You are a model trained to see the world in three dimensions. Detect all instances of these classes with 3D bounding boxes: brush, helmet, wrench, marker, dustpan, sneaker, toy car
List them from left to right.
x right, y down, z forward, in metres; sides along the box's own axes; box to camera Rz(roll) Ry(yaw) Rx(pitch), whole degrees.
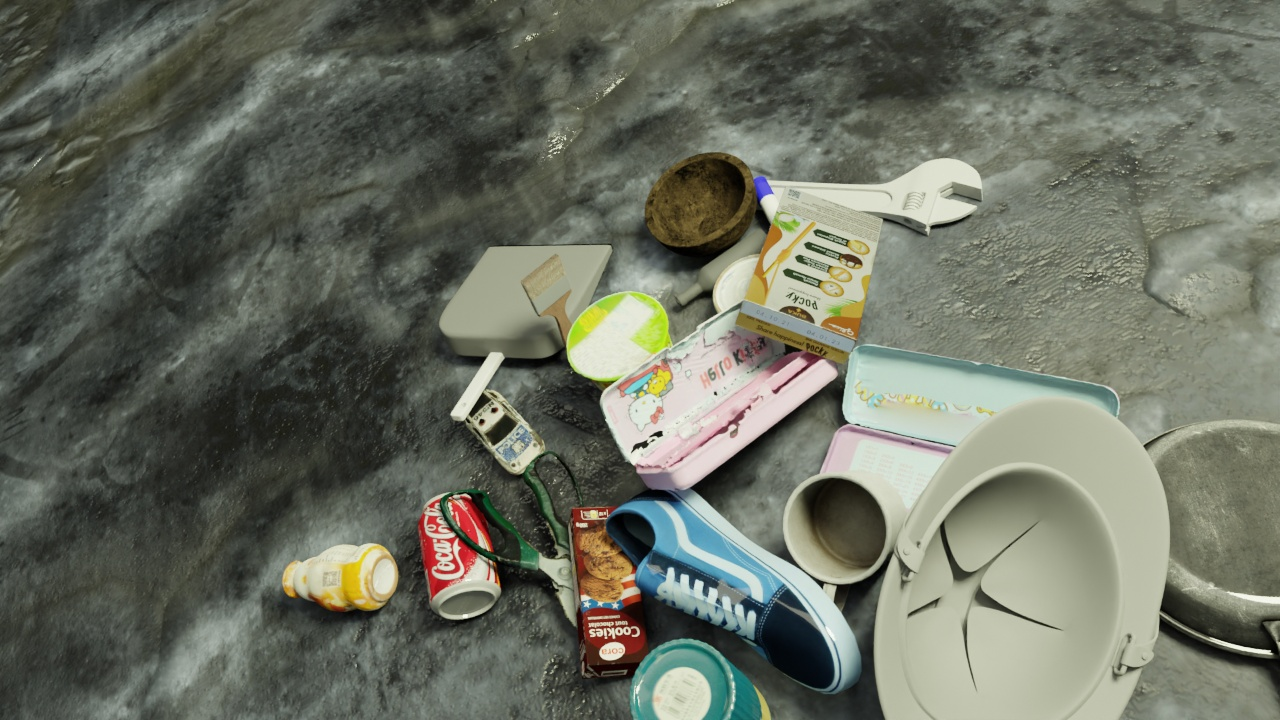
[{"bbox_3d":[-0.141,0.069,0.926,0.048,0.040,0.113,-44,53,-9],"label":"toy car"},{"bbox_3d":[-0.145,-0.037,0.992,0.163,0.033,0.256,2,43,24],"label":"dustpan"},{"bbox_3d":[-0.079,-0.042,0.910,0.045,0.143,0.008,-40,53,-18],"label":"brush"},{"bbox_3d":[0.056,0.185,0.716,0.098,0.083,0.241,-16,34,-34],"label":"sneaker"},{"bbox_3d":[0.147,-0.134,0.947,0.020,0.020,0.141,-24,58,6],"label":"marker"},{"bbox_3d":[0.214,-0.178,0.961,0.274,0.018,0.086,10,62,29],"label":"wrench"},{"bbox_3d":[0.248,0.159,0.653,0.183,0.118,0.271,24,82,-1],"label":"helmet"}]

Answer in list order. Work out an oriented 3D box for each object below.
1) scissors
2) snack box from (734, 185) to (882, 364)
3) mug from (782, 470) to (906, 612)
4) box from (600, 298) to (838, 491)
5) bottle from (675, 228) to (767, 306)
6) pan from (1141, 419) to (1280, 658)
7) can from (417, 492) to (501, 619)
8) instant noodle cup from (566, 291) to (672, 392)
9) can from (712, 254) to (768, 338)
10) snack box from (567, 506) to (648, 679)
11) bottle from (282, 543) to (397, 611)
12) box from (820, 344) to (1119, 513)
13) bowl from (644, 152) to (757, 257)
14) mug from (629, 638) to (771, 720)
[{"bbox_3d":[-0.070,0.161,0.837,0.210,0.015,0.146,38,48,18],"label":"scissors"},{"bbox_3d":[0.160,-0.085,0.850,0.101,0.032,0.185,20,46,5],"label":"snack box"},{"bbox_3d":[0.161,0.142,0.721,0.084,0.070,0.113,7,92,29],"label":"mug"},{"bbox_3d":[0.067,0.019,0.794,0.201,0.102,0.087,-33,7,-26],"label":"box"},{"bbox_3d":[0.084,-0.092,0.947,0.113,0.030,0.030,-35,51,-3],"label":"bottle"},{"bbox_3d":[0.430,0.186,0.607,0.187,0.055,0.355,-9,50,17],"label":"pan"},{"bbox_3d":[-0.169,0.179,0.847,0.064,0.064,0.104,-25,52,5],"label":"can"},{"bbox_3d":[-0.005,0.005,0.869,0.099,0.108,0.098,-11,54,15],"label":"instant noodle cup"},{"bbox_3d":[0.117,-0.060,0.904,0.086,0.043,0.086,-12,55,17],"label":"can"},{"bbox_3d":[-0.029,0.195,0.784,0.051,0.032,0.140,1,52,-13],"label":"snack box"},{"bbox_3d":[-0.290,0.209,0.881,0.109,0.063,0.063,-8,55,21],"label":"bottle"},{"bbox_3d":[0.262,0.071,0.748,0.214,0.048,0.149,12,84,29],"label":"box"},{"bbox_3d":[0.071,-0.156,0.979,0.121,0.056,0.121,-12,58,20],"label":"bowl"},{"bbox_3d":[0.039,0.271,0.670,0.083,0.107,0.113,18,66,29],"label":"mug"}]
